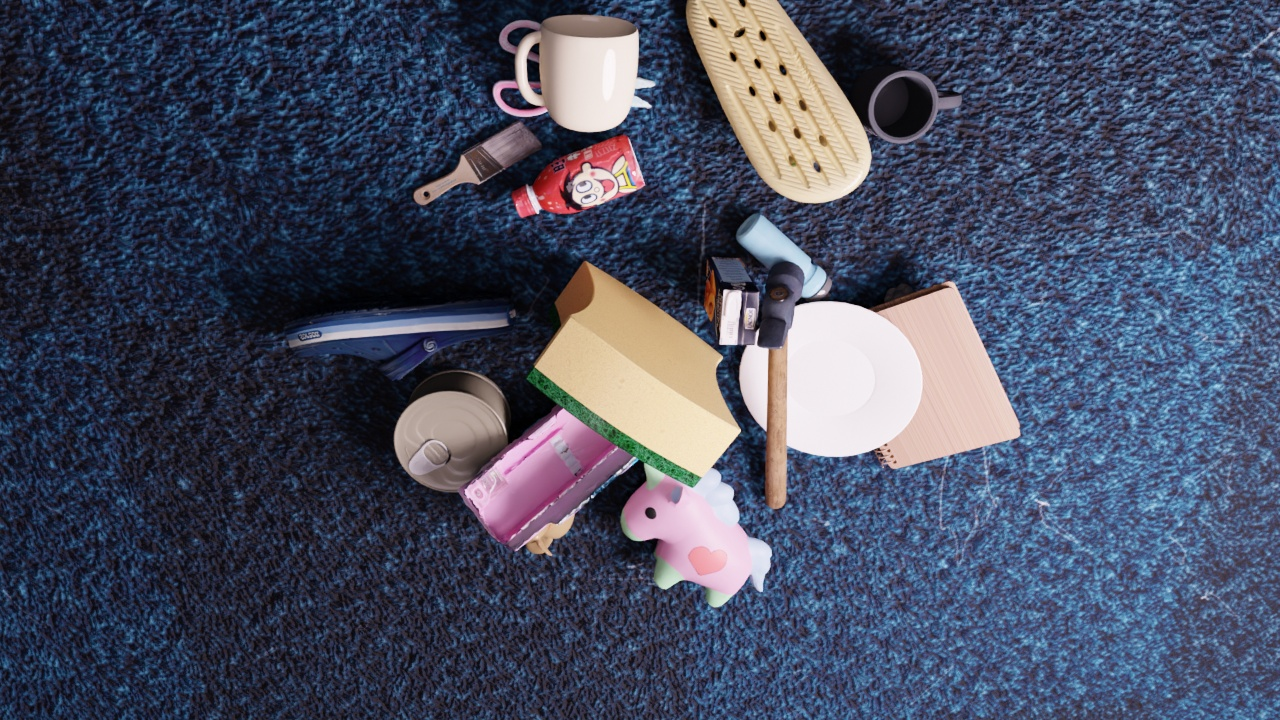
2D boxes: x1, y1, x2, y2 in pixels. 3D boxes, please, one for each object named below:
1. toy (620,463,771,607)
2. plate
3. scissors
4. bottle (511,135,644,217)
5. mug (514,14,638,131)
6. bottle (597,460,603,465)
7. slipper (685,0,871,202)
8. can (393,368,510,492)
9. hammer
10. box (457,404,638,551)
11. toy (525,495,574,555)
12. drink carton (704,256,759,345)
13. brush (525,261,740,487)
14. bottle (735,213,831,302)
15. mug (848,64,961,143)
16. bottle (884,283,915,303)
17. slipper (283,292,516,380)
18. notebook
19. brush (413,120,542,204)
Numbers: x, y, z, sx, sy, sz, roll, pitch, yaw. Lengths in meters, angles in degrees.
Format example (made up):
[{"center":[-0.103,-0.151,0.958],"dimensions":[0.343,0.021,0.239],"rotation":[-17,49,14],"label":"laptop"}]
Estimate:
[{"center":[0.078,0.207,1.121],"dimensions":[0.222,0.120,0.171],"rotation":[23,118,-11],"label":"toy"},{"center":[0.221,0.022,1.074],"dimensions":[0.209,0.015,0.209],"rotation":[8,121,12],"label":"plate"},{"center":[-0.065,-0.307,0.953],"dimensions":[0.179,0.016,0.105],"rotation":[0,112,-3],"label":"scissors"},{"center":[-0.068,-0.189,0.974],"dimensions":[0.137,0.062,0.062],"rotation":[-21,111,5],"label":"bottle"},{"center":[-0.064,-0.279,0.906],"dimensions":[0.120,0.096,0.100],"rotation":[-3,123,-10],"label":"mug"},{"center":[-0.091,0.117,1.099],"dimensions":[0.116,0.041,0.041],"rotation":[10,112,-25],"label":"bottle"},{"center":[0.136,-0.277,0.945],"dimensions":[0.111,0.079,0.261],"rotation":[-31,91,12],"label":"slipper"},{"center":[-0.216,0.080,1.068],"dimensions":[0.128,0.073,0.128],"rotation":[-1,112,-3],"label":"can"},{"center":[0.156,0.055,1.050],"dimensions":[0.040,0.129,0.322],"rotation":[6,131,14],"label":"hammer"},{"center":[-0.079,0.105,1.015],"dimensions":[0.230,0.106,0.086],"rotation":[-40,104,-20],"label":"box"},{"center":[-0.126,0.185,1.103],"dimensions":[0.106,0.108,0.134],"rotation":[43,106,11],"label":"toy"},{"center":[0.098,-0.066,0.995],"dimensions":[0.040,0.130,0.064],"rotation":[0,112,-4],"label":"drink carton"},{"center":[-0.006,0.006,0.954],"dimensions":[0.195,0.249,0.075],"rotation":[34,106,-11],"label":"brush"},{"center":[0.165,-0.110,1.029],"dimensions":[0.130,0.040,0.040],"rotation":[39,105,-16],"label":"bottle"},{"center":[0.277,-0.268,0.951],"dimensions":[0.105,0.077,0.071],"rotation":[-5,112,-1],"label":"mug"},{"center":[0.319,-0.037,1.068],"dimensions":[0.036,0.036,0.110],"rotation":[-29,110,8],"label":"bottle"},{"center":[-0.262,-0.023,1.007],"dimensions":[0.253,0.105,0.095],"rotation":[-6,105,-3],"label":"slipper"},{"center":[0.321,0.025,1.070],"dimensions":[0.169,0.022,0.210],"rotation":[-20,113,29],"label":"notebook"},{"center":[-0.179,-0.208,0.988],"dimensions":[0.151,0.012,0.039],"rotation":[-28,111,9],"label":"brush"}]
